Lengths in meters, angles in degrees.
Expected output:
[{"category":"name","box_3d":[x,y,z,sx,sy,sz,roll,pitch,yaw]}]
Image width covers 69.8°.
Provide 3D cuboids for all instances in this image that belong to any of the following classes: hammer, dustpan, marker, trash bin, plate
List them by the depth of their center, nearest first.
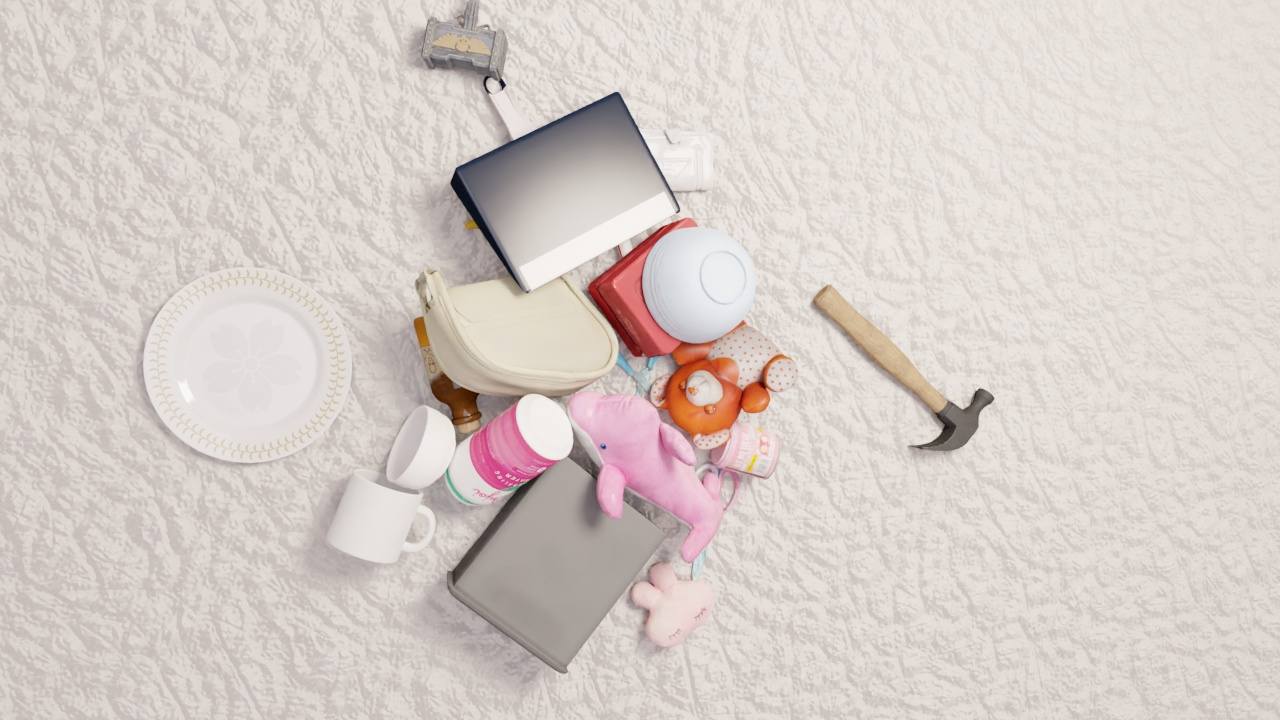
[{"category":"plate","box_3d":[-0.485,0.006,1.142,0.242,0.016,0.242,-1,93,-12]},{"category":"hammer","box_3d":[-0.197,-0.522,1.159,0.098,0.044,0.322,10,87,0]},{"category":"dustpan","box_3d":[-0.120,-0.252,1.163,0.236,0.080,0.273,-30,96,-17]},{"category":"trash bin","box_3d":[-0.108,0.254,1.192,0.192,0.098,0.219,39,84,-11]},{"category":"marker","box_3d":[-0.013,-0.124,1.230,0.019,0.019,0.145,-18,96,-10]},{"category":"hammer","box_3d":[0.362,0.009,1.308,0.305,0.040,0.132,41,81,-10]}]

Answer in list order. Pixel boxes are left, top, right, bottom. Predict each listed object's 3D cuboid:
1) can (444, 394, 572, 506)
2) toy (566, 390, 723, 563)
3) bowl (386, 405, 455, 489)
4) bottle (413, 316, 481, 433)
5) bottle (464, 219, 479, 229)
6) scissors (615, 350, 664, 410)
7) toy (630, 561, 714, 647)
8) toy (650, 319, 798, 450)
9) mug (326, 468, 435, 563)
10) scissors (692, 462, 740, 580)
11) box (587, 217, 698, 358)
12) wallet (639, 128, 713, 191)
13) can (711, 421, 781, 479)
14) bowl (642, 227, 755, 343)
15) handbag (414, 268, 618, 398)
[{"category":"can","box_3d":[-0.165,0.114,1.139,0.166,0.088,0.088,-35,102,31]},{"category":"toy","box_3d":[0.023,0.125,1.159,0.265,0.128,0.186,45,40,-15]},{"category":"bowl","box_3d":[-0.269,0.113,1.149,0.054,0.105,0.105,27,87,-28]},{"category":"bottle","box_3d":[-0.236,0.015,1.167,0.067,0.068,0.157,-15,96,-11]},{"category":"bottle","box_3d":[-0.153,-0.186,1.182,0.146,0.051,0.051,-11,95,-11]},{"category":"scissors","box_3d":[-0.009,0.007,1.242,0.126,0.015,0.136,14,88,-13]},{"category":"toy","box_3d":[0.040,0.330,1.252,0.108,0.053,0.105,-44,85,-5]},{"category":"toy","box_3d":[0.105,0.024,1.219,0.172,0.093,0.164,-44,69,-7]},{"category":"mug","box_3d":[-0.317,0.199,1.148,0.121,0.091,0.090,22,88,-11]},{"category":"scissors","box_3d":[0.090,0.228,1.275,0.076,0.017,0.174,12,94,-16]},{"category":"box","box_3d":[0.027,-0.095,1.199,0.158,0.087,0.129,-42,103,-22]},{"category":"wallet","box_3d":[0.043,-0.268,1.228,0.116,0.032,0.086,-6,96,-11]},{"category":"can","box_3d":[0.143,0.122,1.251,0.076,0.067,0.067,17,89,-12]},{"category":"bowl","box_3d":[0.086,-0.098,1.138,0.150,0.075,0.150,2,85,-27]},{"category":"handbag","box_3d":[-0.163,-0.031,1.150,0.228,0.132,0.184,-13,78,-45]}]
